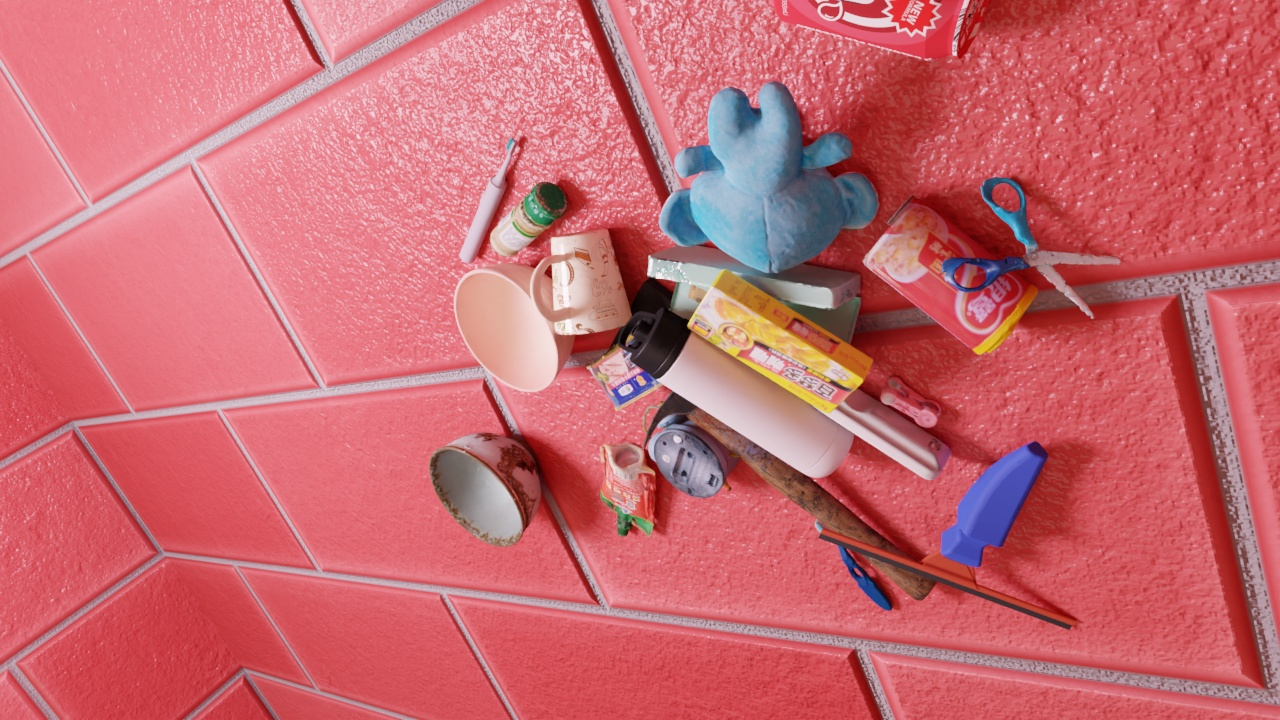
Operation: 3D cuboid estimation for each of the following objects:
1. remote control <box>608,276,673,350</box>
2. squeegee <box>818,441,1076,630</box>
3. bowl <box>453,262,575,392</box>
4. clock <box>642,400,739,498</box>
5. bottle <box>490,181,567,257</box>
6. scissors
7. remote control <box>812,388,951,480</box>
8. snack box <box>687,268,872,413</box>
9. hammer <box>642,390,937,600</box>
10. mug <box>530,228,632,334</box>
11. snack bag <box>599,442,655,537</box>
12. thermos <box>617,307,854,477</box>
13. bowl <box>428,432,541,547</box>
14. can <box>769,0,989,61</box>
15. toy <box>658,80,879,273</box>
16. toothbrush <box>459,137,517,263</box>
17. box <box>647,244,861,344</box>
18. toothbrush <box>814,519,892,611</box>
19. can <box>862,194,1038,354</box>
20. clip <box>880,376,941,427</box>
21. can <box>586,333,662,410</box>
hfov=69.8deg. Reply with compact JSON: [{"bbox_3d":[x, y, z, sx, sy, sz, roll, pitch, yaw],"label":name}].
[{"bbox_3d":[0.006,-0.027,0.982,0.058,0.013,0.134,40,137,9],"label":"remote control"},{"bbox_3d":[0.312,0.139,0.827,0.249,0.055,0.185,20,133,4],"label":"squeegee"},{"bbox_3d":[-0.129,-0.048,1.031,0.153,0.075,0.153,22,131,27],"label":"bowl"},{"bbox_3d":[0.052,0.094,1.006,0.124,0.051,0.089,31,136,19],"label":"clock"},{"bbox_3d":[-0.122,-0.147,0.976,0.042,0.042,0.110,53,138,-5],"label":"bottle"},{"bbox_3d":[0.284,-0.071,0.681,0.130,0.117,0.014,48,176,6],"label":"scissors"},{"bbox_3d":[0.221,0.057,0.843,0.133,0.050,0.022,34,132,14],"label":"remote control"},{"bbox_3d":[0.120,-0.015,0.803,0.152,0.025,0.075,32,150,2],"label":"snack box"},{"bbox_3d":[0.157,0.136,0.935,0.330,0.033,0.120,38,95,2],"label":"hammer"},{"bbox_3d":[-0.068,-0.078,0.926,0.081,0.121,0.097,2,105,41],"label":"mug"},{"bbox_3d":[-0.018,0.168,1.131,0.087,0.044,0.155,31,139,25],"label":"snack bag"},{"bbox_3d":[0.089,0.028,0.883,0.230,0.068,0.101,32,176,-9],"label":"thermos"},{"bbox_3d":[-0.190,0.155,1.214,0.160,0.093,0.160,21,131,26],"label":"bowl"},{"bbox_3d":[0.164,-0.260,0.639,0.142,0.074,0.075,25,133,23],"label":"can"},{"bbox_3d":[0.099,-0.156,0.748,0.184,0.114,0.181,-3,139,15],"label":"toy"},{"bbox_3d":[-0.166,-0.174,1.010,0.019,0.018,0.188,44,137,7],"label":"toothbrush"},{"bbox_3d":[0.102,-0.046,0.842,0.189,0.077,0.092,14,116,29],"label":"box"},{"bbox_3d":[0.228,0.219,0.981,0.132,0.016,0.021,53,140,-4],"label":"toothbrush"},{"bbox_3d":[0.242,-0.067,0.723,0.124,0.066,0.067,40,137,9],"label":"can"},{"bbox_3d":[0.241,0.039,0.827,0.060,0.043,0.023,50,143,18],"label":"clip"},{"bbox_3d":[-0.006,0.006,0.965,0.059,0.053,0.100,53,137,-4],"label":"can"}]
